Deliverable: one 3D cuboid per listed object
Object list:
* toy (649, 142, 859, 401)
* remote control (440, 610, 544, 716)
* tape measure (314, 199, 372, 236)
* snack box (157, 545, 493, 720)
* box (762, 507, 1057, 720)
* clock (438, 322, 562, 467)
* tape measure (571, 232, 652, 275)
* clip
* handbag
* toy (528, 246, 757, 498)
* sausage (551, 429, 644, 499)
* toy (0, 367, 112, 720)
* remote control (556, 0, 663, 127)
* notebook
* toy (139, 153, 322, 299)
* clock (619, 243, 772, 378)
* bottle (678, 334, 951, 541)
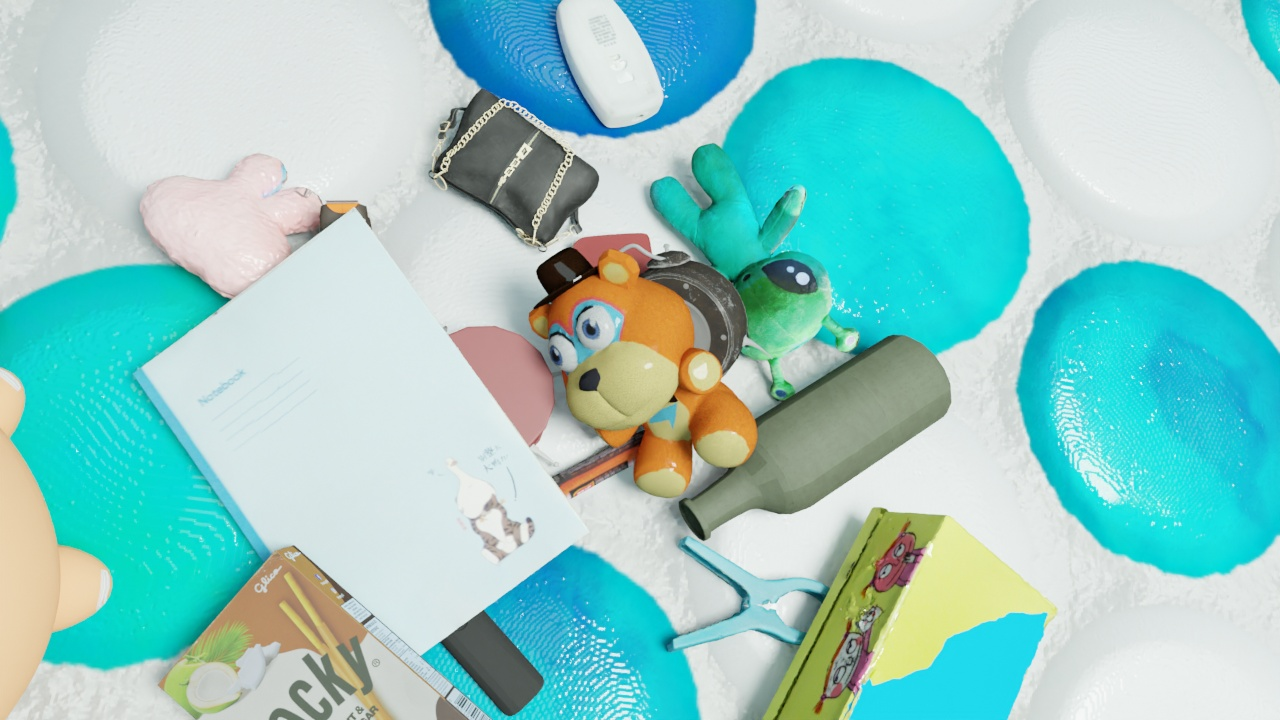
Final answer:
[{"bbox_3d":[0.082,-0.069,0.675,0.131,0.072,0.193,-36,77,21],"label":"toy"},{"bbox_3d":[-0.121,0.164,0.591,0.033,0.015,0.147,-41,85,-19],"label":"remote control"},{"bbox_3d":[-0.203,-0.078,0.624,0.038,0.059,0.058,-3,96,-11],"label":"tape measure"},{"bbox_3d":[-0.176,0.211,0.545,0.186,0.032,0.101,40,85,3],"label":"snack box"},{"bbox_3d":[0.162,0.218,0.586,0.124,0.080,0.220,37,72,-16],"label":"box"},{"bbox_3d":[-0.117,0.025,0.616,0.137,0.048,0.096,9,72,-8],"label":"clock"},{"bbox_3d":[-0.020,-0.066,0.678,0.059,0.019,0.051,-5,77,-6],"label":"tape measure"},{"bbox_3d":[0.080,0.157,0.629,0.120,0.027,0.103,13,74,-7],"label":"clip"},{"bbox_3d":[-0.093,-0.136,0.673,0.128,0.054,0.079,35,81,-2],"label":"handbag"},{"bbox_3d":[-0.003,0.003,0.593,0.096,0.112,0.176,-26,83,-49],"label":"toy"},{"bbox_3d":[-0.019,0.070,0.637,0.155,0.020,0.020,-26,80,-17],"label":"sausage"},{"bbox_3d":[-0.421,0.113,0.431,0.279,0.267,0.263,-26,95,-46],"label":"toy"},{"bbox_3d":[-0.026,-0.239,0.722,0.060,0.028,0.114,-25,80,-16],"label":"remote control"},{"bbox_3d":[-0.178,0.058,0.575,0.181,0.009,0.253,-37,87,2],"label":"notebook"},{"bbox_3d":[-0.270,-0.095,0.623,0.108,0.053,0.104,39,60,3],"label":"toy"},{"bbox_3d":[0.026,-0.029,0.641,0.123,0.091,0.043,51,30,-3],"label":"clock"},{"bbox_3d":[0.119,0.058,0.640,0.206,0.072,0.071,-30,81,-18],"label":"bottle"}]
